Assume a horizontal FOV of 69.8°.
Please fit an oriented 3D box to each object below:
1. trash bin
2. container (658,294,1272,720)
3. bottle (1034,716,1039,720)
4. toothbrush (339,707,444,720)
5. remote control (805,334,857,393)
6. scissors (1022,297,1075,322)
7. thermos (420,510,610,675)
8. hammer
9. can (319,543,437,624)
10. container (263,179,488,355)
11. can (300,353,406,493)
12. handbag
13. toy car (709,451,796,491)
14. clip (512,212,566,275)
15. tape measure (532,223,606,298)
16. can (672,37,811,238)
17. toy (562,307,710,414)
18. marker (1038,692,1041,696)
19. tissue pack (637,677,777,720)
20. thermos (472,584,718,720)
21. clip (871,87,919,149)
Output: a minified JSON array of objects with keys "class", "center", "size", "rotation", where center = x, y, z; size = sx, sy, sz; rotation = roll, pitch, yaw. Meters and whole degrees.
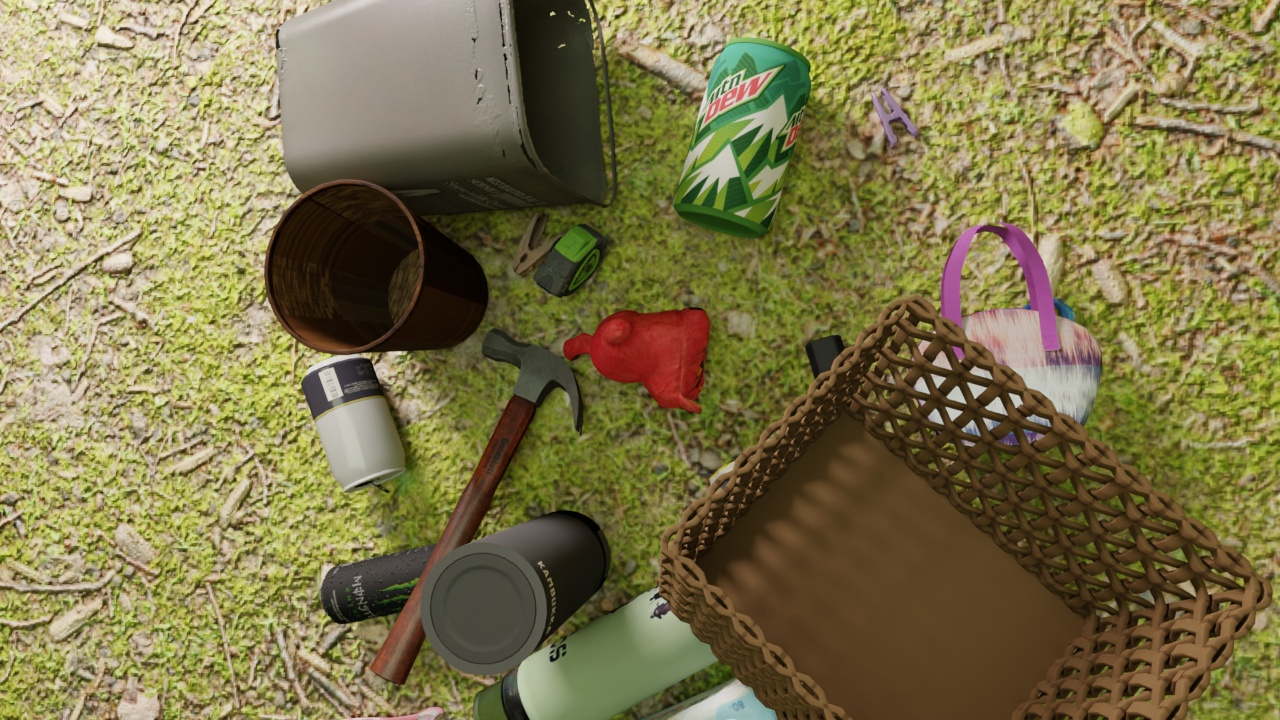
[{"class":"trash bin","center":[-0.159,-0.216,0.761],"size":[0.220,0.197,0.197],"rotation":[-6,86,18]},{"class":"container","center":[0.173,0.148,0.590],"size":[0.219,0.214,0.251],"rotation":[-43,74,-14]},{"class":"bottle","center":[0.217,0.282,0.702],"size":[0.186,0.053,0.053],"rotation":[-1,86,23]},{"class":"toothbrush","center":[-0.241,0.330,0.828],"size":[0.135,0.016,0.021],"rotation":[-14,82,11]},{"class":"remote control","center":[0.169,0.047,0.754],"size":[0.032,0.015,0.136],"rotation":[-17,83,11]},{"class":"scissors","center":[0.285,-0.002,0.735],"size":[0.135,0.015,0.066],"rotation":[-21,85,13]},{"class":"thermos","center":[-0.082,0.164,0.691],"size":[0.082,0.240,0.082],"rotation":[-1,86,8]},{"class":"hammer","center":[-0.142,0.125,0.773],"size":[0.111,0.028,0.300],"rotation":[22,76,13]},{"class":"can","center":[-0.212,0.196,0.810],"size":[0.138,0.054,0.054],"rotation":[-14,84,11]},{"class":"container","center":[-0.205,-0.064,0.766],"size":[0.132,0.167,0.132],"rotation":[-1,86,12]},{"class":"can","center":[-0.254,0.062,0.822],"size":[0.064,0.064,0.127],"rotation":[-24,82,10]},{"class":"handbag","center":[0.273,-0.020,0.702],"size":[0.145,0.068,0.170],"rotation":[-5,87,11]},{"class":"toy car","center":[0.108,0.091,0.757],"size":[0.105,0.033,0.048],"rotation":[-32,79,8]},{"class":"clip","center":[-0.096,-0.106,0.818],"size":[0.060,0.024,0.039],"rotation":[-35,80,12]},{"class":"tape measure","center":[-0.060,-0.087,0.791],"size":[0.036,0.058,0.066],"rotation":[36,97,13]},{"class":"can","center":[0.084,-0.180,0.752],"size":[0.083,0.083,0.144],"rotation":[16,90,13]},{"class":"toy","center":[-0.005,0.004,0.766],"size":[0.133,0.088,0.094],"rotation":[-2,97,13]},{"class":"marker","center":[0.302,0.243,0.710],"size":[0.019,0.019,0.145],"rotation":[6,88,13]},{"class":"tissue pack","center":[0.064,0.316,0.715],"size":[0.182,0.069,0.112],"rotation":[-34,80,26]},{"class":"thermos","center":[-0.028,0.256,0.757],"size":[0.231,0.082,0.082],"rotation":[-31,81,9]},{"class":"clip","center":[0.214,-0.203,0.761],"size":[0.041,0.014,0.052],"rotation":[-5,88,12]}]
